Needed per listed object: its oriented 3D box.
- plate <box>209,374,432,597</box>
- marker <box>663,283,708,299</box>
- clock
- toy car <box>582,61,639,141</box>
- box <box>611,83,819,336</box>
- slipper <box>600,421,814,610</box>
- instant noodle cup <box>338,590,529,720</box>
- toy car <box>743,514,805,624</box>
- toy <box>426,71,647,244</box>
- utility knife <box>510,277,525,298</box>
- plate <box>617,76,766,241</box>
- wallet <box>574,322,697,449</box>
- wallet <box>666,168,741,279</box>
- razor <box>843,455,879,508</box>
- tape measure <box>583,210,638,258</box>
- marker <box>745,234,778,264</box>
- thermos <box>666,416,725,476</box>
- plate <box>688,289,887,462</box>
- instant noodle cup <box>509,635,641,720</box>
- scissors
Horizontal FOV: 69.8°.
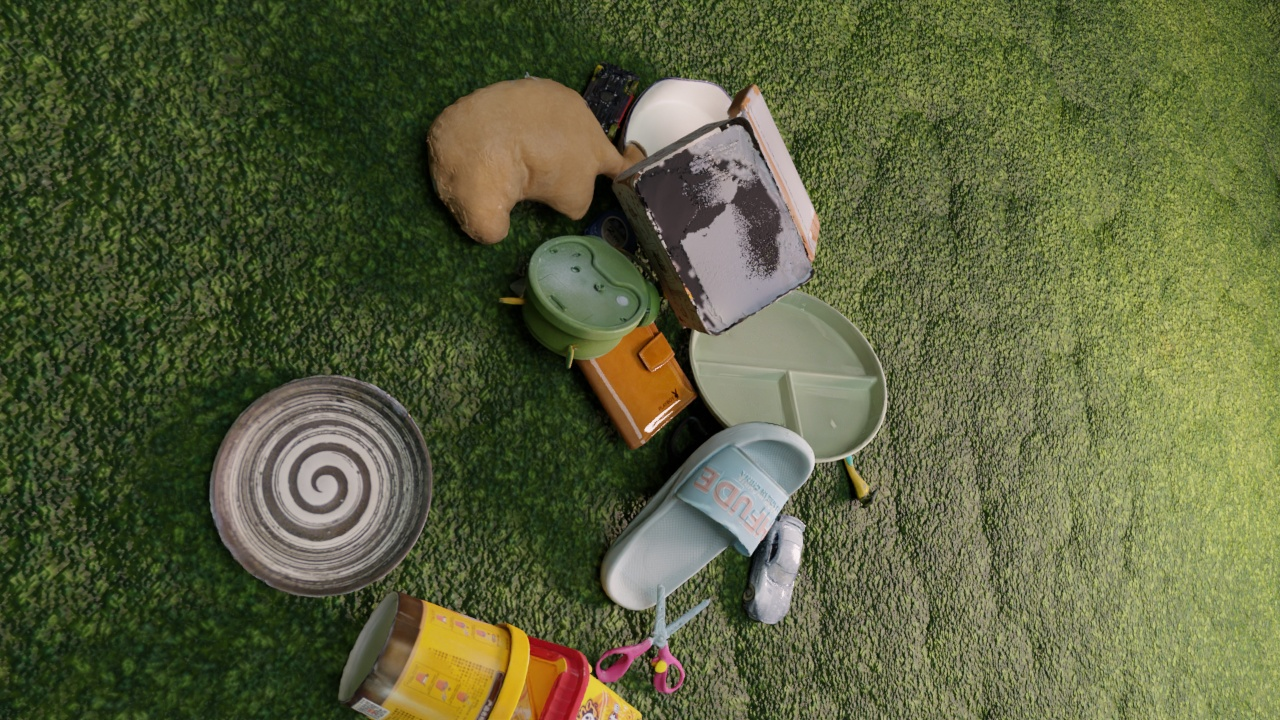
[{"bbox_3d":[-0.257,0.101,0.752,0.179,0.024,0.179,5,81,-34],"label":"plate"},{"bbox_3d":[0.077,-0.079,1.023,0.123,0.015,0.018,-8,94,-38],"label":"marker"},{"bbox_3d":[-0.046,-0.064,0.873,0.116,0.056,0.160,45,48,10],"label":"clock"},{"bbox_3d":[-0.039,-0.263,0.955,0.049,0.031,0.106,22,65,0],"label":"toy car"},{"bbox_3d":[0.103,-0.159,0.915,0.270,0.133,0.179,-42,112,-37],"label":"box"},{"bbox_3d":[0.065,0.155,0.886,0.245,0.074,0.104,-41,116,1],"label":"slipper"},{"bbox_3d":[-0.169,0.252,0.739,0.114,0.119,0.118,31,66,-20],"label":"instant noodle cup"},{"bbox_3d":[0.150,0.230,1.015,0.054,0.037,0.120,26,72,-30],"label":"toy car"},{"bbox_3d":[-0.090,-0.200,0.866,0.225,0.082,0.143,-20,108,-24],"label":"toy"},{"bbox_3d":[-0.051,-0.009,0.919,0.208,0.021,0.030,44,63,-15],"label":"utility knife"},{"bbox_3d":[0.057,-0.208,1.011,0.204,0.046,0.204,6,79,-34],"label":"plate"},{"bbox_3d":[-0.005,0.005,0.926,0.118,0.035,0.130,-38,100,-36],"label":"wallet"},{"bbox_3d":[0.071,-0.138,0.971,0.096,0.020,0.122,14,79,-33],"label":"wallet"},{"bbox_3d":[0.259,0.112,1.115,0.043,0.028,0.132,-29,104,-59],"label":"razor"},{"bbox_3d":[-0.030,-0.126,0.948,0.058,0.025,0.054,49,57,-24],"label":"tape measure"},{"bbox_3d":[0.135,-0.132,1.071,0.131,0.020,0.022,-37,129,-35],"label":"marker"},{"bbox_3d":[0.131,0.065,1.009,0.241,0.069,0.090,-29,86,-35],"label":"thermos"},{"bbox_3d":[0.159,0.013,1.000,0.230,0.028,0.229,10,54,-13],"label":"plate"},{"bbox_3d":[-0.073,0.318,0.802,0.123,0.116,0.116,42,60,-36],"label":"instant noodle cup"},{"bbox_3d":[0.011,0.276,0.895,0.131,0.017,0.133,-8,113,-18],"label":"scissors"}]
